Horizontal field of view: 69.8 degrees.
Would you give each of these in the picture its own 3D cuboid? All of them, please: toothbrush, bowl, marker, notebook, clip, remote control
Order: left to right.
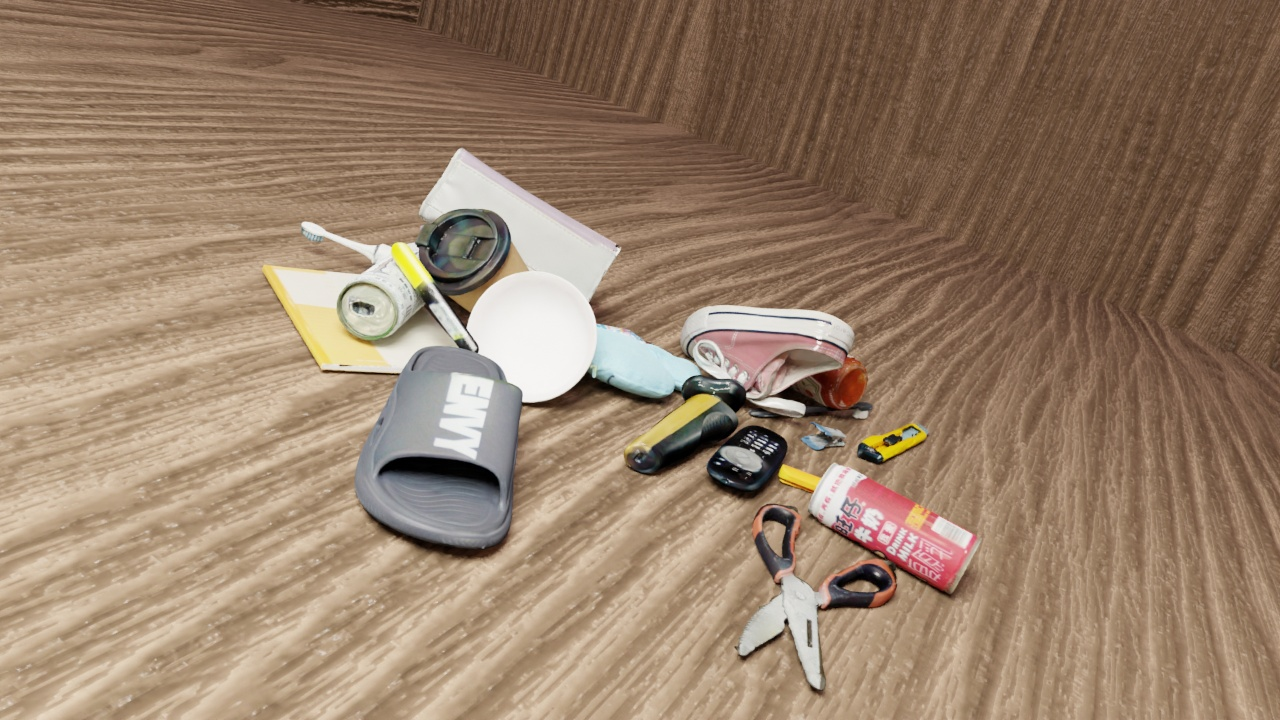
[{"bbox_3d":[-0.258,-0.039,0.865,0.145,0.010,0.206,3,26,-37],"label":"notebook"},{"bbox_3d":[-0.250,-0.101,0.972,0.221,0.026,0.026,21,43,-11],"label":"toothbrush"},{"bbox_3d":[-0.183,-0.054,0.819,0.124,0.018,0.015,53,8,6],"label":"marker"},{"bbox_3d":[-0.094,-0.018,0.846,0.118,0.118,0.065,22,-4,8],"label":"bowl"},{"bbox_3d":[0.096,0.091,0.826,0.053,0.024,0.136,26,23,17],"label":"remote control"},{"bbox_3d":[0.189,0.056,1.005,0.180,0.018,0.015,1,25,-34],"label":"toothbrush"},{"bbox_3d":[0.193,0.079,0.949,0.058,0.044,0.027,4,24,-46],"label":"clip"},{"bbox_3d":[0.184,0.123,0.839,0.124,0.015,0.018,20,23,-3],"label":"marker"}]

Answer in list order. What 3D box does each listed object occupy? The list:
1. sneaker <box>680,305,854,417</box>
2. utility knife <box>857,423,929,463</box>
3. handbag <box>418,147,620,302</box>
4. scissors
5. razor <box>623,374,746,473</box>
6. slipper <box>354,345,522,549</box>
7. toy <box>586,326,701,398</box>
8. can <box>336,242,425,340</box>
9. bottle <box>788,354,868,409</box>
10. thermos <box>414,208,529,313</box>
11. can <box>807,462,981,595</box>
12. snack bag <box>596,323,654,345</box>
[{"bbox_3d":[0.115,-0.001,0.955,0.118,0.087,0.241,29,-15,-31],"label":"sneaker"},{"bbox_3d":[0.282,0.086,1.008,0.033,0.015,0.177,34,26,28],"label":"utility knife"},{"bbox_3d":[-0.136,-0.127,0.999,0.197,0.098,0.145,32,-6,-7],"label":"handbag"},{"bbox_3d":[0.124,0.166,0.679,0.224,0.015,0.189,5,25,-34],"label":"scissors"},{"bbox_3d":[0.038,0.058,0.825,0.067,0.062,0.167,48,34,10],"label":"razor"},{"bbox_3d":[-0.142,0.035,0.681,0.110,0.083,0.267,12,23,-13],"label":"slipper"},{"bbox_3d":[-0.005,0.005,0.918,0.161,0.050,0.156,27,13,8],"label":"toy"},{"bbox_3d":[-0.230,-0.067,0.859,0.058,0.058,0.146,19,21,-1],"label":"can"},{"bbox_3d":[0.170,-0.004,1.064,0.059,0.060,0.206,2,18,-38],"label":"bottle"},{"bbox_3d":[-0.145,-0.078,0.885,0.093,0.093,0.143,34,-11,34],"label":"thermos"},{"bbox_3d":[0.210,0.138,0.765,0.133,0.053,0.053,28,23,22],"label":"can"},{"bbox_3d":[-0.034,-0.024,0.994,0.105,0.026,0.045,10,5,-23],"label":"snack bag"}]
